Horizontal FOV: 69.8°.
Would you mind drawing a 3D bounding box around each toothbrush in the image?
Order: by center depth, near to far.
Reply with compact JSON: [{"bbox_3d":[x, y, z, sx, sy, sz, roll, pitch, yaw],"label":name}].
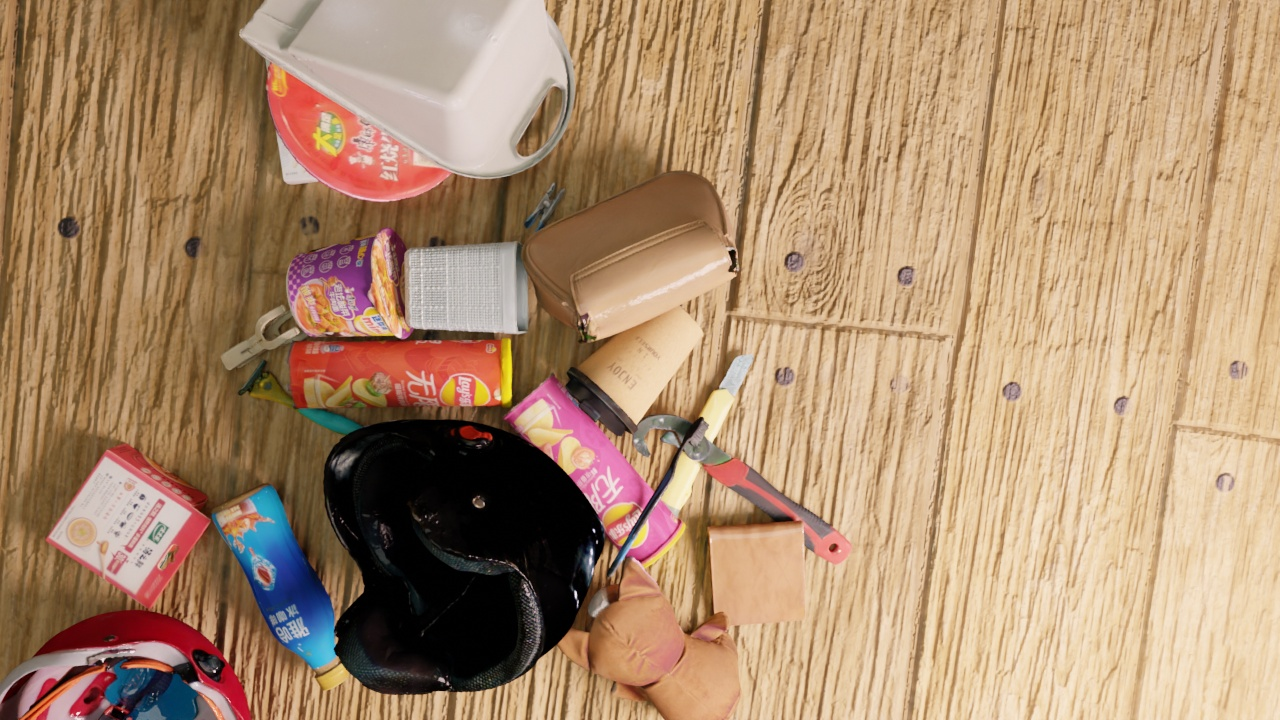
[{"bbox_3d":[0.019,0.135,0.914,0.016,0.014,0.189,42,68,-23],"label":"toothbrush"}]

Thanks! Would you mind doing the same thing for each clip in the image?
[{"bbox_3d":[-0.378,-0.024,0.923,0.103,0.092,0.035,-29,94,-12],"label":"clip"},{"bbox_3d":[-0.099,-0.158,0.948,0.038,0.026,0.058,34,91,4],"label":"clip"}]

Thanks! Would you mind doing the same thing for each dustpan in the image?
[{"bbox_3d":[-0.194,-0.302,0.888,0.258,0.143,0.222,26,75,6],"label":"dustpan"}]

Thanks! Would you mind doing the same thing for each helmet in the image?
[{"bbox_3d":[-0.169,0.169,0.866,0.274,0.229,0.234,45,122,19],"label":"helmet"},{"bbox_3d":[-0.492,0.345,0.904,0.240,0.144,0.207,38,95,-19],"label":"helmet"}]

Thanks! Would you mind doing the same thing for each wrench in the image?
[{"bbox_3d":[0.112,0.135,0.969,0.273,0.016,0.056,32,95,-9],"label":"wrench"}]

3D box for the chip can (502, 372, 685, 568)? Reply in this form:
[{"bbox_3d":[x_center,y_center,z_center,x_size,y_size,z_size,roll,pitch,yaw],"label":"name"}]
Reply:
[{"bbox_3d":[-0.047,0.114,0.941,0.071,0.071,0.210,-40,94,0],"label":"chip can"}]

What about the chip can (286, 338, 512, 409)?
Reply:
[{"bbox_3d":[-0.237,0.013,0.922,0.216,0.073,0.073,-1,93,-5],"label":"chip can"}]

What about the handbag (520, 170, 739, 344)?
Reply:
[{"bbox_3d":[-0.006,-0.097,0.900,0.204,0.147,0.100,-24,137,-4],"label":"handbag"}]

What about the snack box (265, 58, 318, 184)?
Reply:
[{"bbox_3d":[-0.328,-0.262,0.931,0.084,0.027,0.157,-7,94,-2],"label":"snack box"}]

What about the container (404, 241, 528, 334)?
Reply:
[{"bbox_3d":[-0.173,-0.072,0.918,0.111,0.090,0.090,0,93,0],"label":"container"}]

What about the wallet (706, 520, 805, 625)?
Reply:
[{"bbox_3d":[0.124,0.226,0.972,0.101,0.020,0.115,-3,105,1],"label":"wallet"}]

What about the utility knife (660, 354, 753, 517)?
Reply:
[{"bbox_3d":[0.069,0.079,0.971,0.031,0.020,0.196,26,99,-9],"label":"utility knife"}]

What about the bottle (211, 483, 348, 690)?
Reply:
[{"bbox_3d":[-0.360,0.234,0.938,0.065,0.065,0.218,-26,94,-1],"label":"bottle"}]

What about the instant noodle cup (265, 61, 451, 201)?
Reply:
[{"bbox_3d":[-0.262,-0.245,0.893,0.193,0.066,0.194,1,87,-26],"label":"instant noodle cup"}]

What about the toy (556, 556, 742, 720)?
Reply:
[{"bbox_3d":[0.015,0.291,0.935,0.199,0.130,0.140,40,89,-25],"label":"toy"}]

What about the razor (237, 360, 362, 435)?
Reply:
[{"bbox_3d":[-0.344,0.048,0.947,0.132,0.028,0.043,26,54,-3],"label":"razor"}]

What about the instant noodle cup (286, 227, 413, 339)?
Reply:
[{"bbox_3d":[-0.286,-0.071,0.908,0.099,0.111,0.111,-6,93,6],"label":"instant noodle cup"}]

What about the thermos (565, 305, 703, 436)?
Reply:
[{"bbox_3d":[-0.006,0.005,0.930,0.093,0.093,0.143,44,82,-4],"label":"thermos"}]

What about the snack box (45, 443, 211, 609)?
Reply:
[{"bbox_3d":[-0.513,0.168,0.938,0.127,0.044,0.113,35,91,-3],"label":"snack box"}]
